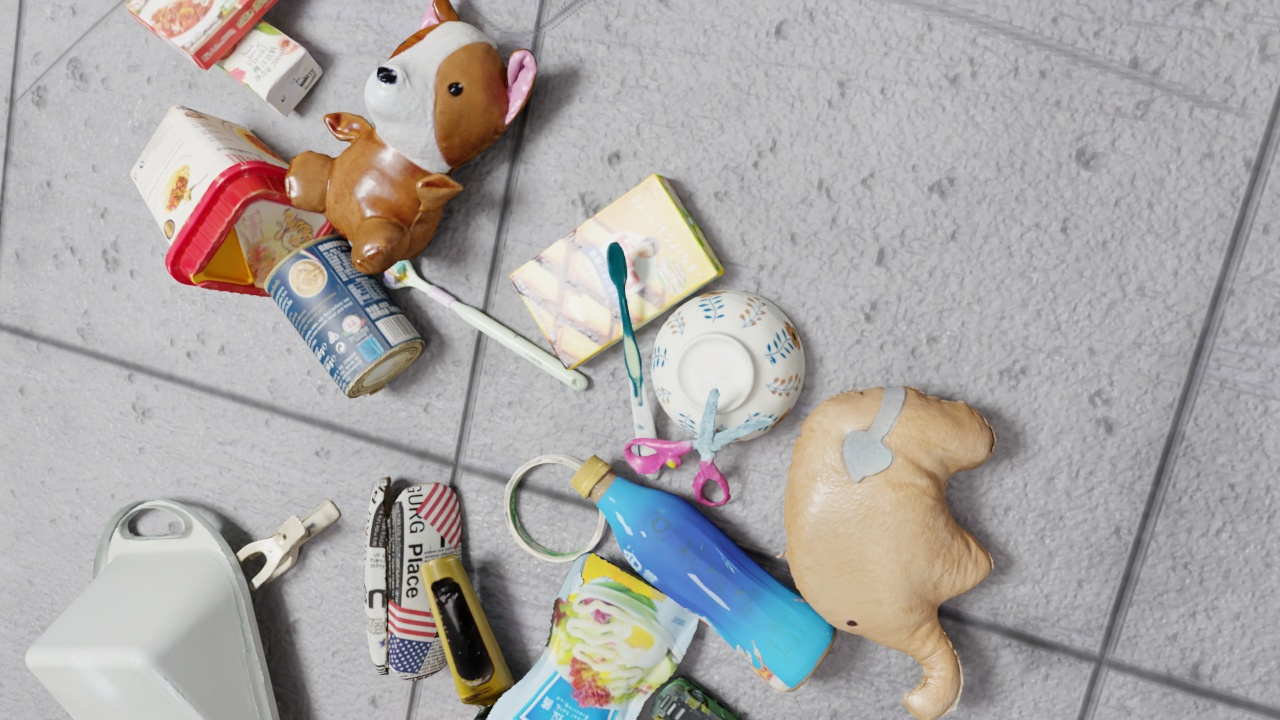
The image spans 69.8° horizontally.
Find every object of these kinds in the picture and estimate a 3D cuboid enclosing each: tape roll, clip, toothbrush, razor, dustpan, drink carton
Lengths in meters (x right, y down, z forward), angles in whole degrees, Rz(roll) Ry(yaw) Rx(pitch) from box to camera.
[{"bbox_3d":[-0.067,0.117,0.727,0.086,0.013,0.086,2,96,16],"label":"tape roll"},{"bbox_3d":[-0.306,0.157,0.788,0.100,0.071,0.034,-40,83,22],"label":"clip"},{"bbox_3d":[-0.004,0.004,0.673,0.016,0.018,0.192,-6,113,7],"label":"toothbrush"},{"bbox_3d":[-0.133,0.229,0.722,0.062,0.067,0.167,-18,101,-4],"label":"razor"},{"bbox_3d":[-0.122,-0.027,0.725,0.189,0.020,0.029,31,102,9],"label":"toothbrush"},{"bbox_3d":[-0.412,0.264,0.825,0.223,0.142,0.258,-8,122,27],"label":"dustpan"},{"bbox_3d":[-0.323,-0.254,0.742,0.122,0.045,0.053,35,85,9],"label":"drink carton"}]

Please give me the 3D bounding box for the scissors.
[{"bbox_3d":[0.049,0.067,0.654,0.135,0.017,0.113,-26,117,42],"label":"scissors"}]

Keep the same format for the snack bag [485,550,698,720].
[{"bbox_3d":[-0.043,0.250,0.691,0.110,0.039,0.191,29,83,-3],"label":"snack bag"}]

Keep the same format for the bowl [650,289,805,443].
[{"bbox_3d":[0.059,0.006,0.655,0.113,0.062,0.113,1,96,14],"label":"bowl"}]

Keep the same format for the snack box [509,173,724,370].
[{"bbox_3d":[-0.019,-0.064,0.685,0.141,0.033,0.087,-32,87,15],"label":"snack box"}]

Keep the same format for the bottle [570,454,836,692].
[{"bbox_3d":[0.041,0.148,0.673,0.218,0.065,0.065,39,104,9],"label":"bottle"}]

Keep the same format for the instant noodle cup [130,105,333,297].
[{"bbox_3d":[-0.329,-0.129,0.732,0.124,0.116,0.117,46,106,20],"label":"instant noodle cup"}]

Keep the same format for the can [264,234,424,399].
[{"bbox_3d":[-0.232,-0.033,0.726,0.075,0.075,0.111,-40,85,16],"label":"can"}]

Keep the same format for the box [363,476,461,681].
[{"bbox_3d":[-0.182,0.178,0.749,0.088,0.076,0.163,3,94,-7],"label":"box"}]

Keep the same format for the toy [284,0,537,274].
[{"bbox_3d":[-0.170,-0.170,0.677,0.140,0.130,0.199,42,95,14],"label":"toy"}]

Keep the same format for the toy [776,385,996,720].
[{"bbox_3d":[0.167,0.129,0.628,0.143,0.082,0.226,0,98,18],"label":"toy"}]

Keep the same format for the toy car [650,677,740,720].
[{"bbox_3d":[0.052,0.280,0.699,0.091,0.036,0.043,38,103,11],"label":"toy car"}]

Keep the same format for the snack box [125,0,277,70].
[{"bbox_3d":[-0.318,-0.304,0.716,0.075,0.025,0.152,37,79,9],"label":"snack box"}]
